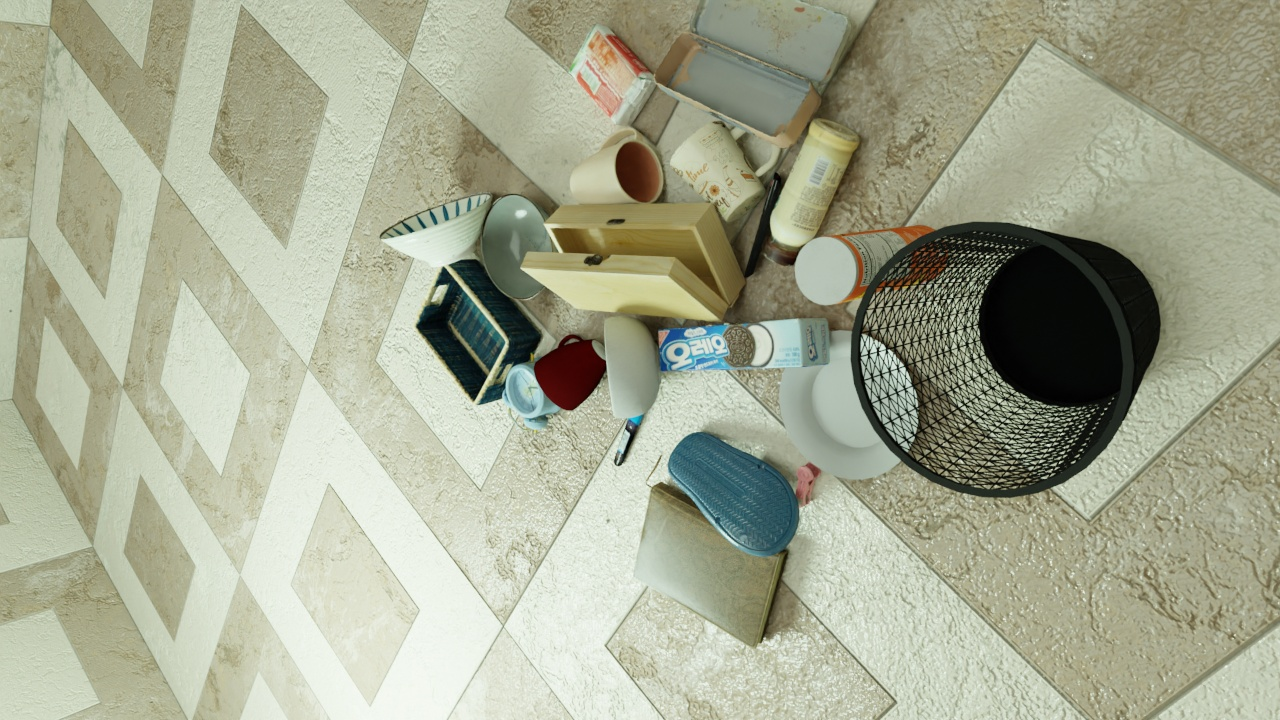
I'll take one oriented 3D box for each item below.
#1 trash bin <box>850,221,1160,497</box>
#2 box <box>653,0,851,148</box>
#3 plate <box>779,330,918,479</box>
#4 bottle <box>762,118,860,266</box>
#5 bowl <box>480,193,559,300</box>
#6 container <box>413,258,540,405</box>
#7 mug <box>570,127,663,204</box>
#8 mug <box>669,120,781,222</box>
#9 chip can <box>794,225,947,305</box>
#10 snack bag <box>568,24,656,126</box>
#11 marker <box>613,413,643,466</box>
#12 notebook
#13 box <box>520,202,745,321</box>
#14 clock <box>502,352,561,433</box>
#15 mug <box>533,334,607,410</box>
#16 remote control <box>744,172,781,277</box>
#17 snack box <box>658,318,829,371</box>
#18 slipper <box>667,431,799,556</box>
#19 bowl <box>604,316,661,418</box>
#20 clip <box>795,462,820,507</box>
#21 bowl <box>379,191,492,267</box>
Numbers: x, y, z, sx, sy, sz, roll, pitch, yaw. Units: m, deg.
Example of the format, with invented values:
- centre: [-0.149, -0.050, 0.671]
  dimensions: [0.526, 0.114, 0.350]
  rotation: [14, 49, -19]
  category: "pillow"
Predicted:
- centre: [0.340, -0.018, 0.806]
  dimensions: [0.217, 0.242, 0.217]
  rotation: [10, 106, 39]
  category: "trash bin"
- centre: [0.122, -0.345, 1.032]
  dimensions: [0.216, 0.058, 0.154]
  rotation: [37, 101, 38]
  category: "box"
- centre: [0.239, 0.050, 1.054]
  dimensions: [0.173, 0.019, 0.173]
  rotation: [10, 106, 39]
  category: "plate"
- centre: [0.185, -0.184, 1.024]
  dimensions: [0.056, 0.056, 0.162]
  rotation: [38, 121, 28]
  category: "bottle"
- centre: [-0.160, -0.165, 1.321]
  dimensions: [0.151, 0.056, 0.151]
  rotation: [10, 106, 38]
  category: "bowl"
- centre: [-0.254, -0.046, 1.415]
  dimensions: [0.187, 0.071, 0.146]
  rotation: [48, 126, 22]
  category: "container"
- centre: [-0.033, -0.248, 1.189]
  dimensions: [0.104, 0.085, 0.111]
  rotation: [-5, 68, 47]
  category: "mug"
- centre: [0.111, -0.231, 1.080]
  dimensions: [0.122, 0.081, 0.097]
  rotation: [-39, 80, 11]
  category: "mug"
- centre: [0.232, -0.097, 0.902]
  dimensions: [0.062, 0.209, 0.062]
  rotation: [10, 105, 39]
  category: "chip can"
- centre: [-0.036, -0.367, 1.186]
  dimensions: [0.116, 0.036, 0.077]
  rotation: [51, 126, 20]
  category: "snack bag"
- centre: [-0.014, 0.099, 1.283]
  dimensions: [0.018, 0.015, 0.123]
  rotation: [41, 125, 31]
  category: "marker"
- centre: [0.089, 0.250, 1.214]
  dimensions: [0.216, 0.034, 0.190]
  rotation: [24, 114, 34]
  category: "notebook"
- centre: [-0.014, -0.108, 1.145]
  dimensions: [0.249, 0.122, 0.140]
  rotation: [9, 137, 40]
  category: "box"
- centre: [-0.162, 0.051, 1.373]
  dimensions: [0.089, 0.051, 0.125]
  rotation: [45, 125, 22]
  category: "clock"
- centre: [-0.091, 0.001, 1.295]
  dimensions: [0.088, 0.087, 0.114]
  rotation: [-37, 43, 21]
  category: "mug"
- centre: [0.144, -0.157, 1.080]
  dimensions: [0.010, 0.039, 0.125]
  rotation: [16, 118, 3]
  category: "remote control"
- centre: [0.118, -0.017, 1.100]
  dimensions: [0.227, 0.059, 0.059]
  rotation: [-2, 92, 48]
  category: "snack box"
- centre: [0.118, 0.161, 1.148]
  dimensions: [0.104, 0.059, 0.214]
  rotation: [-50, 47, -2]
  category: "slipper"
- centre: [-0.007, 0.007, 1.195]
  dimensions: [0.064, 0.131, 0.132]
  rotation: [-6, 97, 2]
  category: "bowl"
- centre: [0.196, 0.152, 1.102]
  dimensions: [0.022, 0.038, 0.059]
  rotation: [21, 116, 32]
  category: "clip"
- centre: [-0.292, -0.186, 1.369]
  dimensions: [0.178, 0.176, 0.071]
  rotation: [-1, 118, 40]
  category: "bowl"
